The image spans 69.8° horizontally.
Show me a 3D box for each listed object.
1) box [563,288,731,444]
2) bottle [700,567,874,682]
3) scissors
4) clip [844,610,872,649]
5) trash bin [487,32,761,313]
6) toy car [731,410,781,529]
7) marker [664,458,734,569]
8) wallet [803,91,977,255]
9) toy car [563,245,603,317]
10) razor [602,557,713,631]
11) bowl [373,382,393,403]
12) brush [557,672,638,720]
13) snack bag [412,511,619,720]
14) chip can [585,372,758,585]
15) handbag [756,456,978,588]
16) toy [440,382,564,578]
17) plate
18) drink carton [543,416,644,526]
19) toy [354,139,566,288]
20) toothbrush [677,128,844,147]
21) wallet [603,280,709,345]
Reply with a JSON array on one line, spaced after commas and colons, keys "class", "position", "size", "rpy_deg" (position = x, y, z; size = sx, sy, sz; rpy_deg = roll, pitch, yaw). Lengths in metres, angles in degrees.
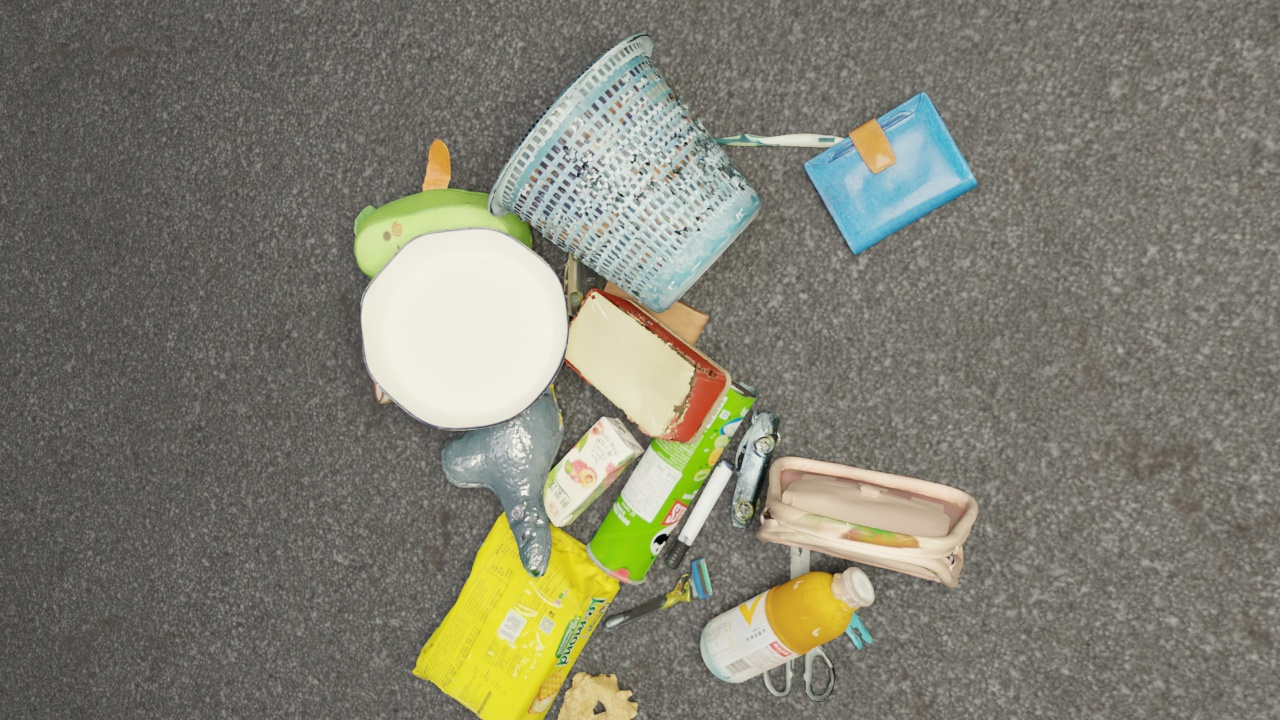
[{"class": "box", "position": [-0.005, 0.005, 0.897], "size": [0.168, 0.079, 0.091], "rpy_deg": [39, 105, 36]}, {"class": "bottle", "position": [0.140, 0.252, 0.885], "size": [0.190, 0.067, 0.068], "rpy_deg": [-39, 78, 34]}, {"class": "scissors", "position": [0.154, 0.260, 0.934], "size": [0.145, 0.014, 0.172], "rpy_deg": [-37, 79, 15]}, {"class": "clip", "position": [0.209, 0.260, 0.914], "size": [0.041, 0.014, 0.056], "rpy_deg": [-39, 80, 17]}, {"class": "trash bin", "position": [-0.001, -0.160, 0.885], "size": [0.195, 0.226, 0.227], "rpy_deg": [44, 105, -2]}, {"class": "toy car", "position": [0.113, 0.110, 0.923], "size": [0.037, 0.054, 0.121], "rpy_deg": [15, 97, 16]}, {"class": "marker", "position": [0.061, 0.161, 0.962], "size": [0.022, 0.018, 0.131], "rpy_deg": [37, 103, 46]}, {"class": "wallet", "position": [0.238, -0.179, 0.881], "size": [0.133, 0.040, 0.106], "rpy_deg": [-29, 86, 17]}, {"class": "toy car", "position": [-0.062, -0.092, 0.985], "size": [0.035, 0.042, 0.090], "rpy_deg": [11, 102, 40]}, {"class": "razor", "position": [0.019, 0.259, 0.978], "size": [0.143, 0.022, 0.042], "rpy_deg": [-32, 47, 22]}, {"class": "bowl", "position": [-0.267, -0.009, 1.041], "size": [0.062, 0.114, 0.113], "rpy_deg": [-1, 91, -24]}, {"class": "brush", "position": [-0.093, 0.442, 1.018], "size": [0.083, 0.045, 0.255], "rpy_deg": [39, 107, 10]}, {"class": "snack bag", "position": [-0.139, 0.290, 1.011], "size": [0.158, 0.068, 0.247], "rpy_deg": [32, 100, 16]}, {"class": "chip can", "position": [0.031, 0.116, 0.942], "size": [0.072, 0.072, 0.236], "rpy_deg": [34, 101, 16]}, {"class": "handbag", "position": [0.190, 0.146, 0.800], "size": [0.193, 0.234, 0.093], "rpy_deg": [10, 89, 18]}, {"class": "toy", "position": [-0.156, 0.051, 0.965], "size": [0.356, 0.137, 0.092], "rpy_deg": [62, 147, 8]}, {"class": "plate", "position": [-0.173, -0.031, 0.916], "size": [0.205, 0.045, 0.204], "rpy_deg": [0, 82, -1]}, {"class": "drink carton", "position": [-0.057, 0.120, 0.988], "size": [0.123, 0.045, 0.053], "rpy_deg": [-46, 71, 14]}, {"class": "toy", "position": [-0.199, -0.124, 1.001], "size": [0.247, 0.090, 0.227], "rpy_deg": [-1, 101, 6]}, {"class": "toothbrush", "position": [0.114, -0.227, 0.934], "size": [0.192, 0.016, 0.018], "rpy_deg": [6, 83, 20]}, {"class": "wallet", "position": [0.001, -0.029, 0.973], "size": [0.115, 0.020, 0.101], "rpy_deg": [29, 100, 12]}]
